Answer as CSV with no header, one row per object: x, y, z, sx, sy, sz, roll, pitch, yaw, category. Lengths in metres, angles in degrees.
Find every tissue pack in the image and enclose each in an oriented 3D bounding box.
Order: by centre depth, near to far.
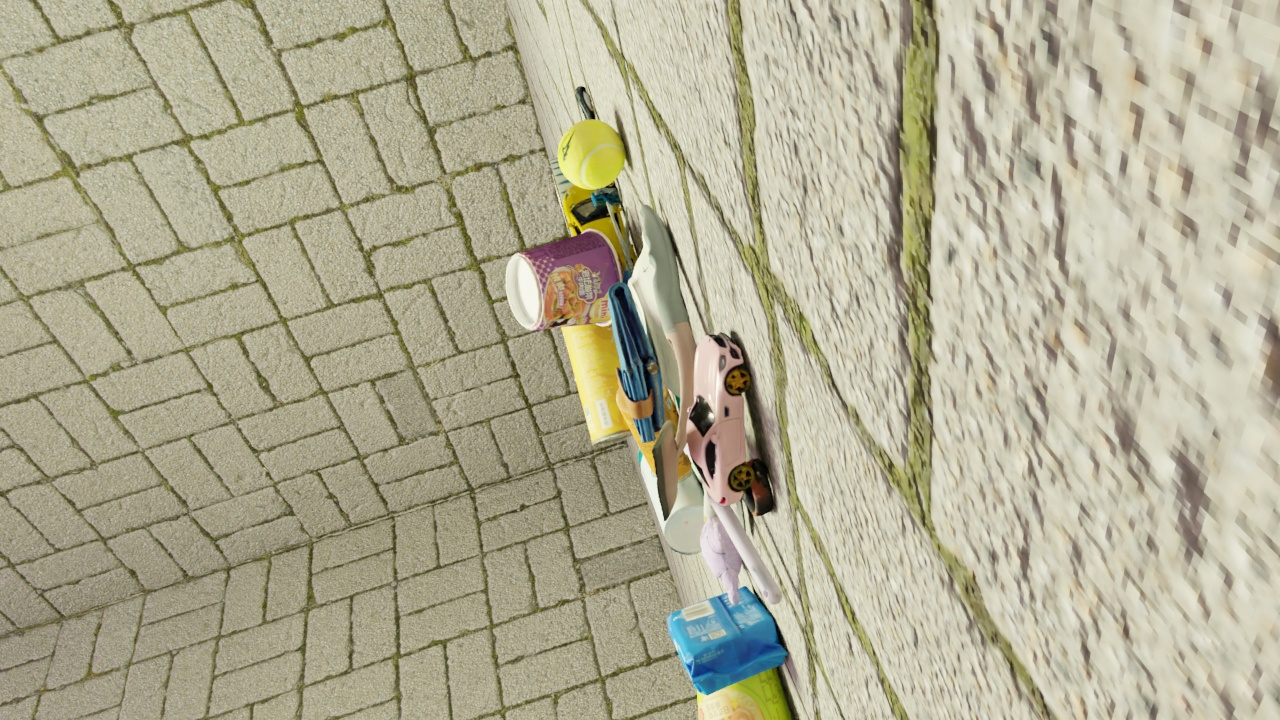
0.082,0.270,0.882,0.157,0.095,0.052,-156,48,-82,tissue pack

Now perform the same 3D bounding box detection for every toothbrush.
0.071,0.122,0.744,0.189,0.021,0.029,-118,38,-47,toothbrush
0.070,0.121,0.935,0.192,0.016,0.018,82,-177,-50,toothbrush

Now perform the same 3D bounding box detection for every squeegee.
0.024,-0.016,0.733,0.248,0.040,0.249,80,-174,-70,squeegee

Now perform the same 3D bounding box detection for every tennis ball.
-0.047,-0.198,0.886,0.065,0.065,0.065,161,92,-86,tennis ball

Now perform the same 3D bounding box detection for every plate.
0.020,-0.030,0.897,0.164,0.034,0.164,-114,8,-56,plate

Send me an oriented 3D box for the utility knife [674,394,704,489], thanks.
0.058,0.090,1.020,0.029,0.013,0.223,140,115,-86,utility knife

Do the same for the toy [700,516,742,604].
0.083,0.195,0.934,0.108,0.039,0.084,177,81,-85,toy

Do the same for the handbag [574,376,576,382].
-0.038,-0.027,1.256,0.197,0.098,0.145,119,151,-85,handbag

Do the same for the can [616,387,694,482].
0.021,0.079,1.050,0.146,0.058,0.058,65,-177,-46,can

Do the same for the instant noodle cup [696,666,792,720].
0.104,0.359,0.924,0.112,0.111,0.123,91,169,-78,instant noodle cup

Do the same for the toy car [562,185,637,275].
-0.047,-0.144,1.080,0.041,0.071,0.155,84,170,-78,toy car

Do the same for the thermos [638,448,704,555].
0.041,0.157,1.170,0.224,0.073,0.073,-115,9,-67,thermos

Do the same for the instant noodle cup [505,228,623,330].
-0.087,-0.082,1.005,0.111,0.099,0.112,30,127,49,instant noodle cup

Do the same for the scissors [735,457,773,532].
0.077,0.086,0.738,0.189,0.015,0.227,-115,8,-63,scissors

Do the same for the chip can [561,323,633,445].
-0.052,-0.008,1.113,0.072,0.072,0.213,95,159,-80,chip can

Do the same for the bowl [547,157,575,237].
-0.071,-0.206,1.164,0.116,0.066,0.116,161,92,-87,bowl

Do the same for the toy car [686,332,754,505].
0.051,0.041,0.626,0.056,0.037,0.122,-132,35,-64,toy car

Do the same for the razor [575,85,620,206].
-0.050,-0.248,1.053,0.042,0.022,0.142,-11,-93,-50,razor

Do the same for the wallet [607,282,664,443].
-0.005,0.005,0.888,0.133,0.040,0.106,78,178,-53,wallet

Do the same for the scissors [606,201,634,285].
-0.011,-0.092,0.987,0.162,0.012,0.173,-83,-22,-49,scissors
